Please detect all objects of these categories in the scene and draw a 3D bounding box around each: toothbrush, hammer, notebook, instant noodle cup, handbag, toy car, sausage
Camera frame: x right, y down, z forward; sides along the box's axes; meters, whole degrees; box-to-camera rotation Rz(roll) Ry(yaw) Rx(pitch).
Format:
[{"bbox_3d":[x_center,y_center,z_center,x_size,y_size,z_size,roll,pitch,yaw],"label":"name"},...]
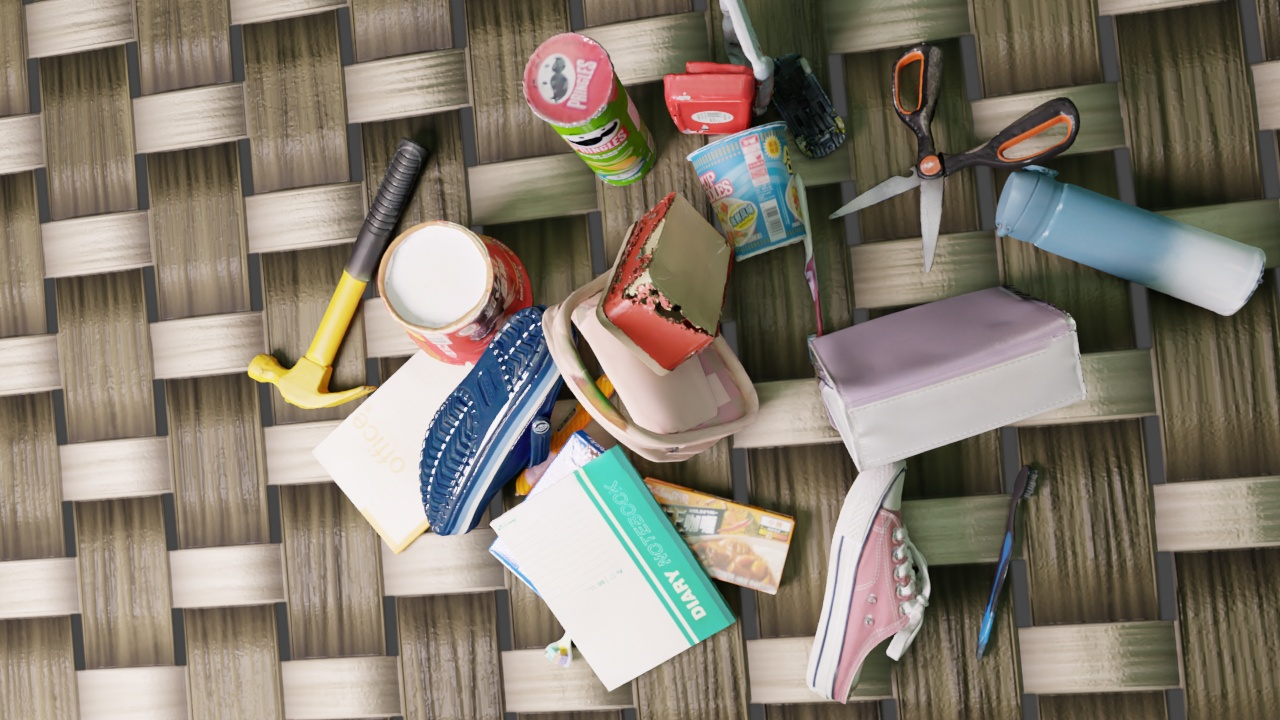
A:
[{"bbox_3d":[0.162,-0.088,0.889,0.017,0.016,0.187,-8,88,18],"label":"toothbrush"},{"bbox_3d":[-0.294,-0.088,0.952,0.129,0.033,0.301,25,93,8],"label":"hammer"},{"bbox_3d":[-0.025,0.202,0.882,0.150,0.012,0.209,-32,98,10],"label":"notebook"},{"bbox_3d":[0.107,-0.155,0.863,0.099,0.099,0.110,-18,93,8],"label":"instant noodle cup"},{"bbox_3d":[-0.005,0.005,0.802,0.094,0.233,0.193,-36,81,24],"label":"handbag"},{"bbox_3d":[0.156,-0.244,0.883,0.049,0.031,0.105,-30,86,7],"label":"toy car"},{"bbox_3d":[-0.046,0.216,0.914,0.029,0.020,0.189,25,92,12],"label":"toothbrush"},{"bbox_3d":[-0.181,-0.068,0.888,0.138,0.108,0.138,-1,83,5],"label":"instant noodle cup"},{"bbox_3d":[-0.074,0.074,0.920,0.021,0.021,0.165,40,95,7],"label":"sausage"},{"bbox_3d":[-0.224,0.080,0.949,0.206,0.010,0.146,-42,83,6],"label":"notebook"},{"bbox_3d":[0.341,0.190,0.857,0.016,0.014,0.189,13,92,-15],"label":"toothbrush"},{"bbox_3d":[0.260,0.009,0.807,0.197,0.144,0.098,-18,117,6],"label":"handbag"}]

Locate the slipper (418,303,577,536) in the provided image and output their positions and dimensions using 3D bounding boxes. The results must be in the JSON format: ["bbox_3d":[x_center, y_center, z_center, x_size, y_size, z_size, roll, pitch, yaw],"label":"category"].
[{"bbox_3d":[-0.130,0.058,0.888,0.253,0.095,0.105,-58,39,19],"label":"slipper"}]

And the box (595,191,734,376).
[{"bbox_3d":[0.030,-0.076,0.789,0.091,0.168,0.078,41,123,-18],"label":"box"}]

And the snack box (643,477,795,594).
[{"bbox_3d":[0.067,0.170,0.894,0.154,0.026,0.075,14,91,9],"label":"snack box"}]

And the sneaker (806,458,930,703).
[{"bbox_3d":[0.218,0.201,0.831,0.088,0.118,0.241,15,98,26],"label":"sneaker"}]

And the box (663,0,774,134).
[{"bbox_3d":[0.072,-0.261,0.809,0.095,0.201,0.100,2,96,6],"label":"box"}]

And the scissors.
[{"bbox_3d":[0.275,-0.195,0.838,0.234,0.021,0.220,-19,70,21],"label":"scissors"}]

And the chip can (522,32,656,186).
[{"bbox_3d":[-0.035,-0.211,0.810,0.072,0.236,0.072,0,89,9],"label":"chip can"}]

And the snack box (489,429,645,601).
[{"bbox_3d":[-0.073,0.154,0.903,0.084,0.026,0.157,39,104,10],"label":"snack box"}]

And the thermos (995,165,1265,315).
[{"bbox_3d":[0.430,-0.110,0.821,0.220,0.070,0.070,23,93,9],"label":"thermos"}]
